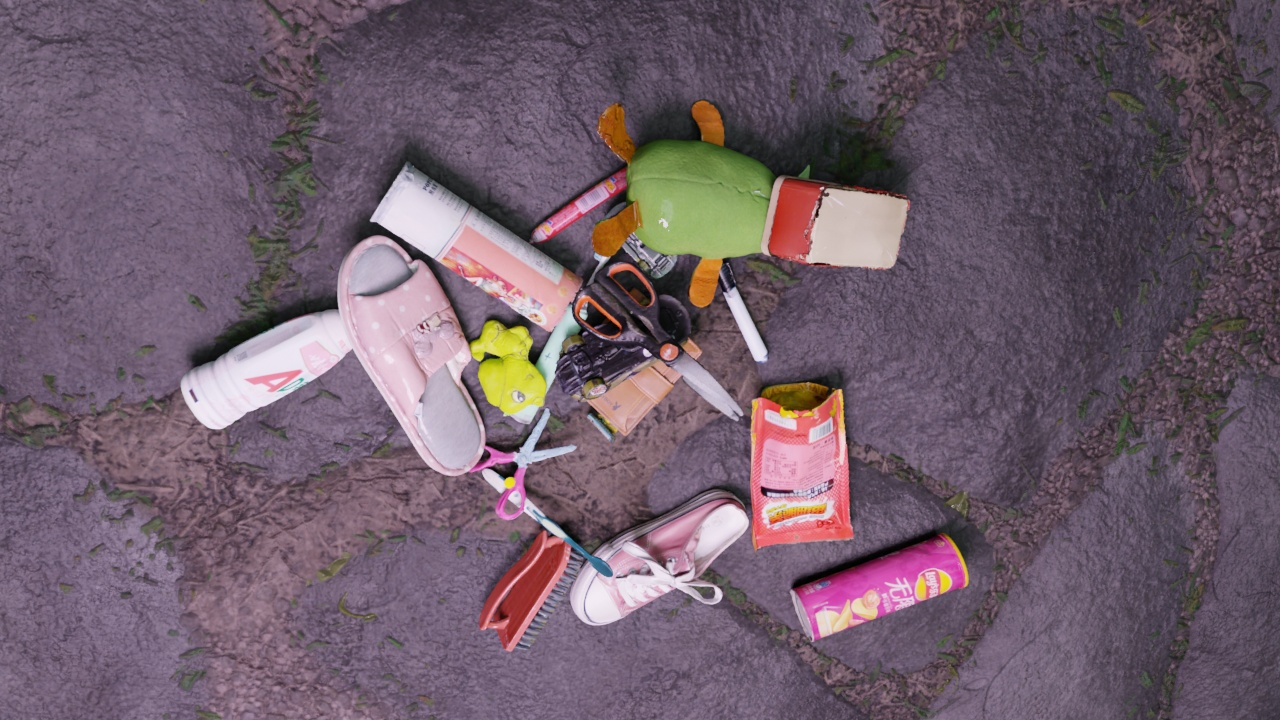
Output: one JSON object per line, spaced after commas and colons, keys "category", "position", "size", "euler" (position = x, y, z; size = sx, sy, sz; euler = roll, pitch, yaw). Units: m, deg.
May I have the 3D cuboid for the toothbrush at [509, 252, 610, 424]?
{"category": "toothbrush", "position": [-0.084, -0.030, 1.011], "size": [0.027, 0.026, 0.225], "euler": [32, 100, 20]}

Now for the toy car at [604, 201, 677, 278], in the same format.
{"category": "toy car", "position": [-0.001, -0.130, 0.991], "size": [0.043, 0.036, 0.091], "euler": [-43, 104, 2]}

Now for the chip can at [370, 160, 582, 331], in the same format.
{"category": "chip can", "position": [-0.165, -0.115, 0.947], "size": [0.214, 0.071, 0.071], "euler": [32, 98, -18]}

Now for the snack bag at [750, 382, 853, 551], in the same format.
{"category": "snack bag", "position": [0.190, 0.133, 1.097], "size": [0.128, 0.073, 0.208], "euler": [-8, 113, -4]}

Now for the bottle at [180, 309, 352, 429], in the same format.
{"category": "bottle", "position": [-0.367, -0.002, 0.946], "size": [0.197, 0.068, 0.068], "euler": [-28, 110, -5]}

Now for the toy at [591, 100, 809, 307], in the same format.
{"category": "toy", "position": [0.058, -0.167, 0.950], "size": [0.246, 0.090, 0.227], "euler": [6, 83, -27]}

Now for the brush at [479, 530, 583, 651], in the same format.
{"category": "brush", "position": [-0.127, 0.263, 1.072], "size": [0.069, 0.063, 0.146], "euler": [30, 98, -31]}

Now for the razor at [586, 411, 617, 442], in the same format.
{"category": "razor", "position": [0.000, 0.034, 1.045], "size": [0.132, 0.028, 0.043], "euler": [-44, 83, 4]}

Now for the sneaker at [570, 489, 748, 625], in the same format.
{"category": "sneaker", "position": [0.025, 0.242, 1.081], "size": [0.241, 0.088, 0.118], "euler": [-32, 110, 0]}

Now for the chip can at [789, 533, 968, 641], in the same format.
{"category": "chip can", "position": [0.300, 0.286, 1.156], "size": [0.210, 0.071, 0.071], "euler": [-19, 109, -5]}

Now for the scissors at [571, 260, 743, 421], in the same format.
{"category": "scissors", "position": [0.031, -0.027, 0.938], "size": [0.235, 0.022, 0.136], "euler": [22, 74, 20]}

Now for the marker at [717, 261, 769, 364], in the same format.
{"category": "marker", "position": [0.116, -0.054, 1.047], "size": [0.022, 0.018, 0.131], "euler": [-32, 110, -10]}

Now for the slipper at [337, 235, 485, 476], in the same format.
{"category": "slipper", "position": [-0.226, 0.000, 0.956], "size": [0.113, 0.055, 0.274], "euler": [-41, 120, -44]}

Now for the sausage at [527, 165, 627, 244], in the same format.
{"category": "sausage", "position": [-0.057, -0.168, 0.979], "size": [0.156, 0.020, 0.020], "euler": [-34, 110, 0]}

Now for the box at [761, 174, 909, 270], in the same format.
{"category": "box", "position": [0.214, -0.140, 0.968], "size": [0.168, 0.079, 0.091], "euler": [-4, 110, -44]}

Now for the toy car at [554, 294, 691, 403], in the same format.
{"category": "toy car", "position": [-0.018, -0.012, 0.978], "size": [0.158, 0.042, 0.070], "euler": [-28, 65, 4]}

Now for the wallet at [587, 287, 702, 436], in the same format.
{"category": "wallet", "position": [-0.006, 0.006, 1.020], "size": [0.119, 0.035, 0.131], "euler": [42, 95, 7]}

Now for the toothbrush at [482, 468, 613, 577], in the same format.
{"category": "toothbrush", "position": [-0.106, 0.185, 1.050], "size": [0.191, 0.018, 0.016], "euler": [39, 94, 3]}

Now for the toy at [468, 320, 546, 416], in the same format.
{"category": "toy", "position": [-0.145, 0.010, 0.999], "size": [0.097, 0.031, 0.100], "euler": [13, 97, 11]}

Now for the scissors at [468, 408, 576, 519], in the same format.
{"category": "scissors", "position": [-0.142, 0.110, 1.039], "size": [0.125, 0.017, 0.133], "euler": [26, 84, 4]}
